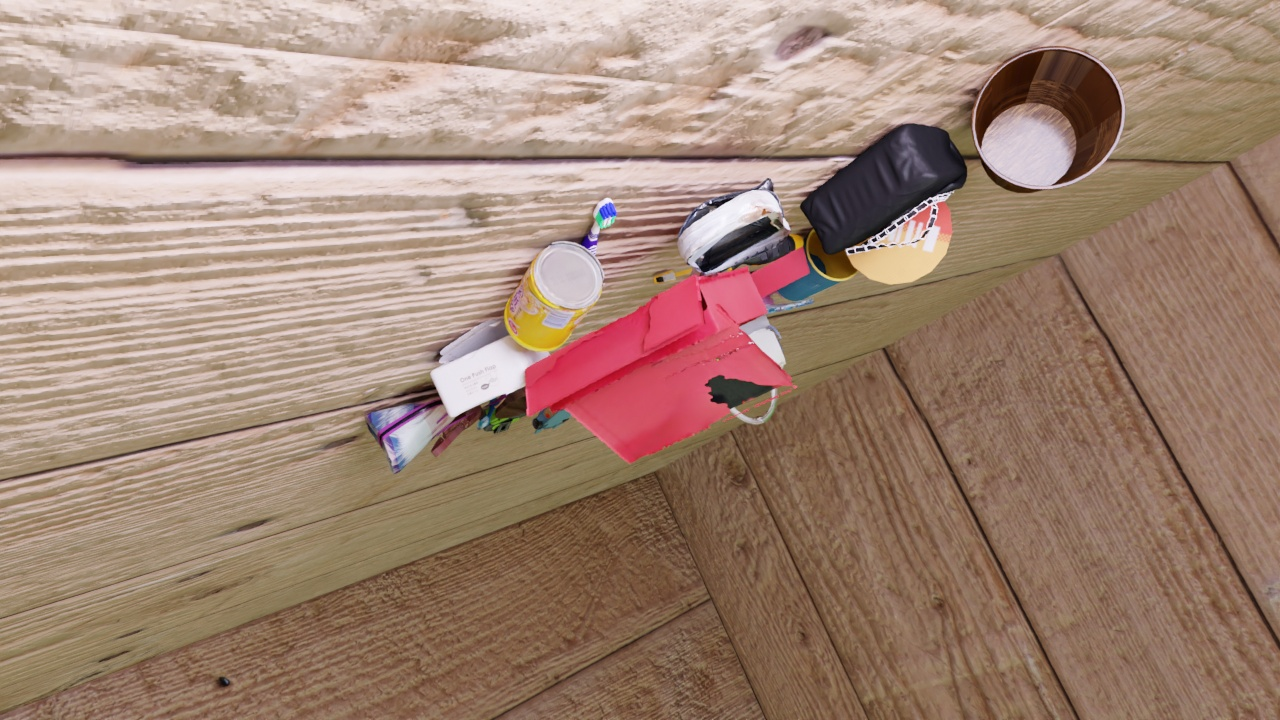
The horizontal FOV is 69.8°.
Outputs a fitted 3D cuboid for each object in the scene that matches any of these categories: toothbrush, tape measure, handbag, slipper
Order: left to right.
[{"bbox_3d":[-0.239,0.064,1.113,0.169,0.068,0.145,-28,171,-19],"label":"handbag"},{"bbox_3d":[-0.244,0.094,1.184,0.055,0.029,0.119,-34,-168,20],"label":"handbag"},{"bbox_3d":[-0.186,0.051,1.187,0.017,0.021,0.135,-46,174,-46],"label":"toothbrush"},{"bbox_3d":[-0.200,0.083,1.330,0.065,0.036,0.059,-18,168,-35],"label":"tape measure"},{"bbox_3d":[-0.048,-0.100,0.836,0.015,0.016,0.187,-21,168,-20],"label":"toothbrush"},{"bbox_3d":[0.081,-0.125,0.852,0.111,0.063,0.263,-28,178,10],"label":"slipper"},{"bbox_3d":[0.105,-0.117,1.068,0.196,0.031,0.031,-17,-168,-19],"label":"toothbrush"},{"bbox_3d":[0.151,0.014,1.400,0.151,0.176,0.074,-24,168,1],"label":"handbag"},{"bbox_3d":[0.271,-0.166,0.968,0.124,0.114,0.154,-18,164,-44],"label":"handbag"}]

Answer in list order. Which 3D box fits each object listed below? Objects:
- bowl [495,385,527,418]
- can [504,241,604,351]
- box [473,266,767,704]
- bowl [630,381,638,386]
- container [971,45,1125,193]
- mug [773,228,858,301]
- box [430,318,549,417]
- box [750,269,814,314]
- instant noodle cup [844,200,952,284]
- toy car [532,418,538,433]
[{"bbox_3d":[-0.147,0.039,1.247,0.119,0.032,0.119,-24,169,-5],"label":"bowl"},{"bbox_3d":[-0.080,-0.056,0.838,0.067,0.067,0.105,-19,168,-28],"label":"can"},{"bbox_3d":[-0.014,0.065,0.795,0.213,0.128,0.423,-27,-152,29],"label":"box"},{"bbox_3d":[-0.007,0.007,1.229,0.150,0.074,0.151,-32,167,-8],"label":"bowl"},{"bbox_3d":[0.404,-0.231,0.935,0.132,0.132,0.167,-28,175,17],"label":"container"},{"bbox_3d":[0.224,-0.122,1.191,0.078,0.078,0.122,-21,173,-20],"label":"mug"},{"bbox_3d":[-0.162,-0.012,0.960,0.108,0.102,0.102,-21,-172,12],"label":"box"},{"bbox_3d":[0.145,-0.076,1.255,0.229,0.063,0.085,-15,166,-43],"label":"box"},{"bbox_3d":[0.318,-0.159,1.114,0.124,0.123,0.120,-30,176,25],"label":"instant noodle cup"},{"bbox_3d":[-0.111,0.063,1.275,0.060,0.027,0.108,-14,160,-46],"label":"toy car"}]
